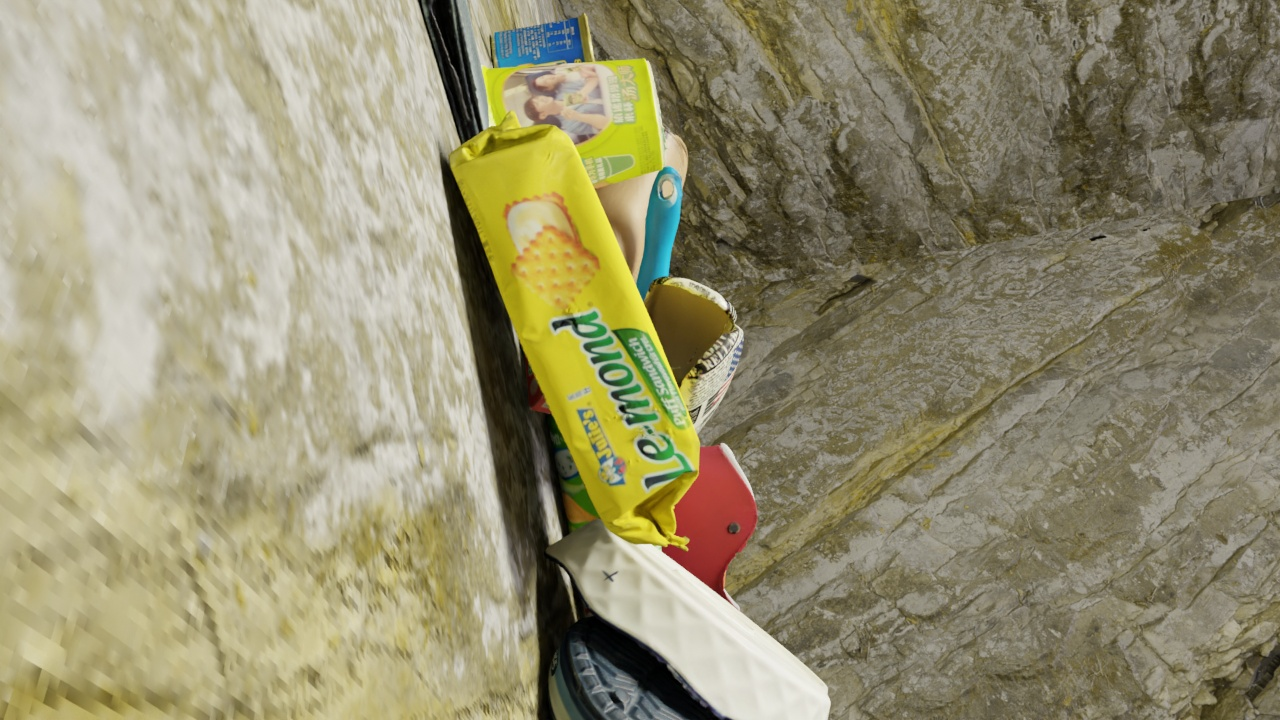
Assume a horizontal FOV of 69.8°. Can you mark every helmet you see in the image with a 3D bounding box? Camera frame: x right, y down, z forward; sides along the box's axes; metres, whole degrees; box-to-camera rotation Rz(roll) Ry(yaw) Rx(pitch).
[{"bbox_3d":[0.025,0.197,0.913,0.207,0.144,0.240,-104,-161,-77],"label":"helmet"}]

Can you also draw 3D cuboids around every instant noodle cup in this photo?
[{"bbox_3d":[-0.046,-0.169,0.671,0.111,0.123,0.111,7,73,-90],"label":"instant noodle cup"}]

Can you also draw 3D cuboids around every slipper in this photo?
[{"bbox_3d":[0.001,0.224,0.556,0.105,0.095,0.253,32,-5,25],"label":"slipper"}]

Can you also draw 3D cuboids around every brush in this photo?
[{"bbox_3d":[-0.005,0.004,0.762,0.109,0.060,0.315,-71,171,-57],"label":"brush"}]

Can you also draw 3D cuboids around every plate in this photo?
[{"bbox_3d":[0.034,0.166,0.570,0.205,0.045,0.205,37,-7,5],"label":"plate"}]

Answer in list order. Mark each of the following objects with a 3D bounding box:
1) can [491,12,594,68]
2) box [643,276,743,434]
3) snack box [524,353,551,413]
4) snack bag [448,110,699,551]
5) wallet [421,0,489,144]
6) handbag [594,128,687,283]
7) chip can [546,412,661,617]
[{"bbox_3d":[-0.079,-0.244,0.800,0.102,0.083,0.057,79,1,-58],"label":"can"},{"bbox_3d":[0.024,0.013,0.633,0.162,0.075,0.086,110,-2,-63],"label":"box"},{"bbox_3d":[-0.047,-0.029,0.663,0.027,0.077,0.155,-44,-136,41],"label":"snack box"},{"bbox_3d":[-0.028,-0.016,0.527,0.158,0.068,0.246,118,-50,-90],"label":"snack bag"},{"bbox_3d":[-0.105,-0.184,0.536,0.097,0.019,0.121,-100,-178,-47],"label":"wallet"},{"bbox_3d":[-0.029,-0.118,0.818,0.148,0.100,0.204,94,18,-76],"label":"handbag"},{"bbox_3d":[-0.018,0.144,0.701,0.072,0.072,0.236,-93,173,-84],"label":"chip can"}]
